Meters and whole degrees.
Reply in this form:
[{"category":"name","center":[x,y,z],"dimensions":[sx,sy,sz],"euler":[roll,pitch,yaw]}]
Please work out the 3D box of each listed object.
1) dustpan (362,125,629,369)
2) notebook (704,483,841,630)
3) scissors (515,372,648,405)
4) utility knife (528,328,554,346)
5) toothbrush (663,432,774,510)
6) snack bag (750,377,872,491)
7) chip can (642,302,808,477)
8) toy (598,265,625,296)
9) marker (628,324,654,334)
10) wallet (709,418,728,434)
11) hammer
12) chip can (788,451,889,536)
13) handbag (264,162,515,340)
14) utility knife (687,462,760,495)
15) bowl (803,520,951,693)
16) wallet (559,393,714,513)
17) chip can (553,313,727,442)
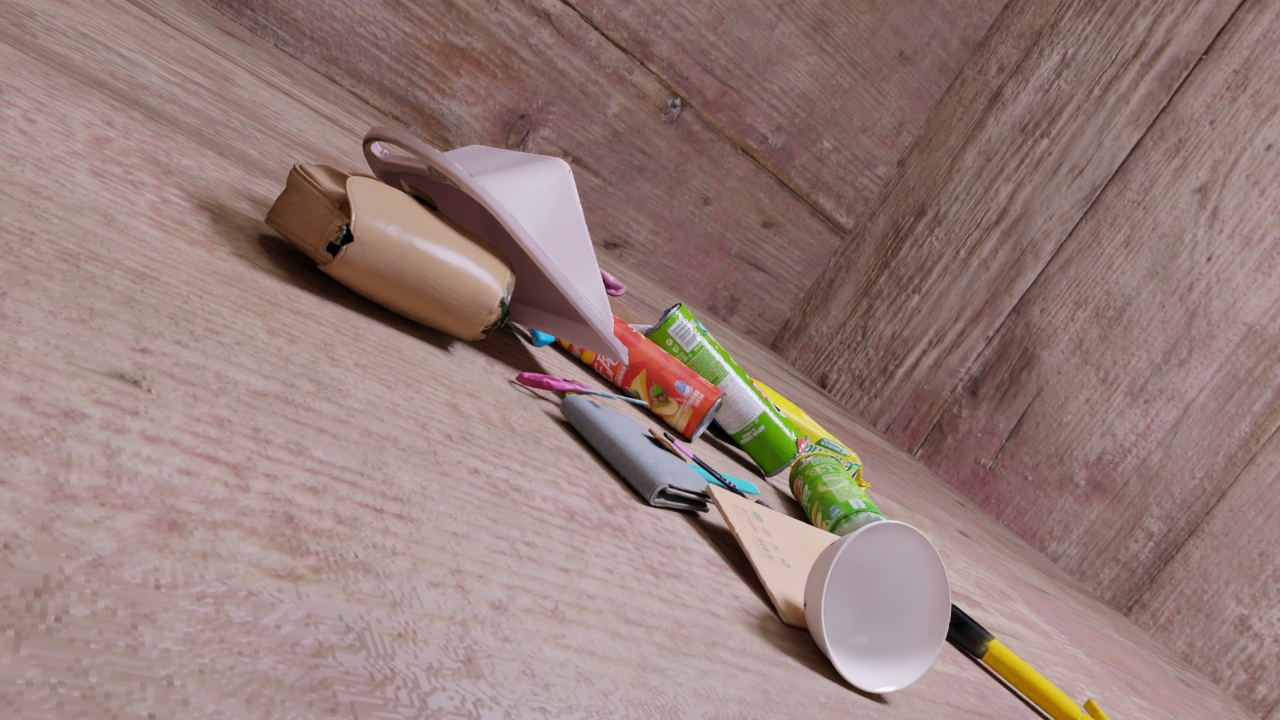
[{"category":"dustpan","center":[-0.153,-0.104,0.875],"dimensions":[0.138,0.274,0.223],"euler":[-30,31,-33]},{"category":"notebook","center":[0.152,0.182,0.776],"dimensions":[0.207,0.008,0.147],"euler":[27,22,-39]},{"category":"scissors","center":[-0.055,0.027,0.845],"dimensions":[0.134,0.017,0.133],"euler":[14,-3,-25]},{"category":"utility knife","center":[-0.138,-0.109,1.061],"dimensions":[0.034,0.018,0.218],"euler":[24,41,-56]},{"category":"toothbrush","center":[0.076,0.108,0.849],"dimensions":[0.189,0.018,0.014],"euler":[42,-3,-41]},{"category":"snack bag","center":[0.229,0.110,1.390],"dimensions":[0.246,0.068,0.158],"euler":[32,8,-16]},{"category":"chip can","center":[0.102,0.035,1.117],"dimensions":[0.236,0.072,0.072],"euler":[47,7,-6]},{"category":"toy","center":[-0.128,-0.122,1.182],"dimensions":[0.199,0.130,0.140],"euler":[35,-29,-30]},{"category":"marker","center":[-0.042,-0.037,1.155],"dimensions":[0.131,0.018,0.022],"euler":[4,40,7]},{"category":"wallet","center":[0.114,0.076,1.244],"dimensions":[0.106,0.040,0.133],"euler":[38,3,-41]},{"category":"hammer","center":[0.346,0.288,0.918],"dimensions":[0.301,0.033,0.128],"euler":[38,9,29]},{"category":"chip can","center":[0.218,0.164,1.007],"dimensions":[0.072,0.072,0.221],"euler":[33,8,-7]},{"category":"handbag","center":[-0.202,-0.095,0.776],"dimensions":[0.204,0.100,0.148],"euler":[28,5,-41]},{"category":"utility knife","center":[0.064,0.114,0.909],"dimensions":[0.176,0.013,0.029],"euler":[22,11,-42]},{"category":"bowl","center":[0.158,0.172,0.664],"dimensions":[0.118,0.118,0.065],"euler":[30,-16,-22]},{"category":"wallet","center":[0.003,0.079,0.793],"dimensions":[0.130,0.037,0.106],"euler":[40,11,36]},{"category":"chip can","center":[-0.006,0.006,1.066],"dimensions":[0.216,0.073,0.073],"euler":[37,9,11]}]
